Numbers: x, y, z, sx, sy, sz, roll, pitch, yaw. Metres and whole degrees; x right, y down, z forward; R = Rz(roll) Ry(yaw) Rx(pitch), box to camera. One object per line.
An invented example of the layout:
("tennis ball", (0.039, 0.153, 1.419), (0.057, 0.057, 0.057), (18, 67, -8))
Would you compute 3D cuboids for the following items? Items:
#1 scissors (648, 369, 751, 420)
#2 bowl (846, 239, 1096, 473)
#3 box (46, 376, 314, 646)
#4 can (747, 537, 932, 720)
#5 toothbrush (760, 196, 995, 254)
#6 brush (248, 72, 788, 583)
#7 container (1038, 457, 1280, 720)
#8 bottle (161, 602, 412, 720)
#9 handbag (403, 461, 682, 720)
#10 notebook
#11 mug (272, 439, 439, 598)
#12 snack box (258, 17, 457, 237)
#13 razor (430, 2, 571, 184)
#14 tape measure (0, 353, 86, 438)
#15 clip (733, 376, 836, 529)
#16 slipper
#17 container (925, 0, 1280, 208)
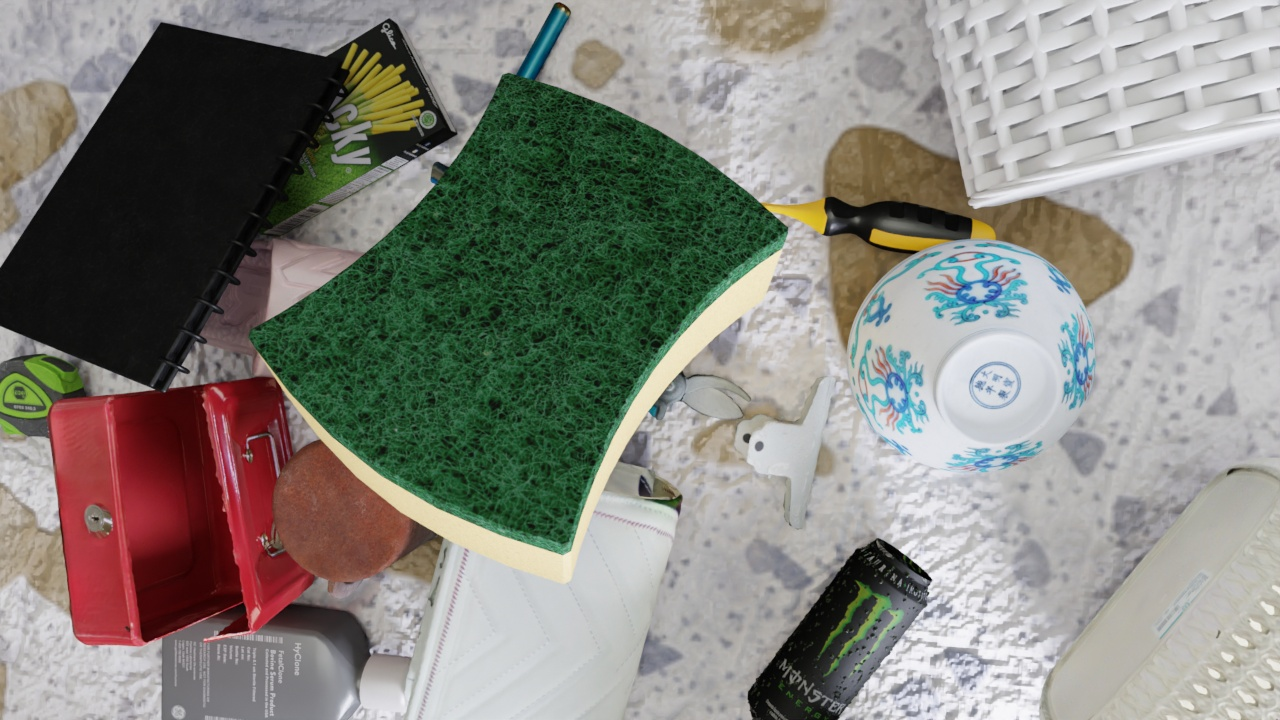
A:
("scissors", (-0.009, 0.010, 0.601), (0.151, 0.019, 0.130), (-28, 91, 8))
("bowl", (0.195, 0.007, 0.526), (0.144, 0.074, 0.144), (2, 105, 6))
("box", (-0.292, 0.093, 0.595), (0.117, 0.135, 0.157), (-9, 90, 4))
("can", (0.123, 0.178, 0.571), (0.054, 0.054, 0.138), (36, 98, 5))
("toothbrush", (0.118, -0.089, 0.567), (0.197, 0.031, 0.031), (10, 137, 7))
("brush", (-0.060, -0.026, 0.515), (0.195, 0.075, 0.249), (31, 66, 11))
("container", (0.330, 0.169, 0.480), (0.143, 0.184, 0.252), (37, 99, 14))
("bottle", (-0.239, 0.215, 0.634), (0.174, 0.046, 0.084), (3, 94, 9))
("handbag", (-0.063, 0.156, 0.579), (0.142, 0.096, 0.198), (15, 95, -14))
("notebook", (-0.298, -0.106, 0.580), (0.169, 0.019, 0.231), (17, 74, 21))
("mug", (-0.175, 0.100, 0.588), (0.096, 0.110, 0.123), (21, 96, 12))
("snack box", (-0.208, -0.154, 0.618), (0.148, 0.025, 0.080), (-27, 89, 9))
("razor", (-0.087, -0.170, 0.602), (0.042, 0.022, 0.144), (37, 95, 41))
("tape measure", (-0.431, 0.024, 0.659), (0.065, 0.035, 0.059), (6, 103, 5))
("clip", (0.089, 0.056, 0.582), (0.054, 0.040, 0.101), (11, 94, -5))
("slipper", (-0.232, -0.035, 0.610), (0.239, 0.064, 0.094), (13, 95, 9))
("container", (0.242, -0.191, 0.464), (0.189, 0.189, 0.187), (-13, 93, 9))
